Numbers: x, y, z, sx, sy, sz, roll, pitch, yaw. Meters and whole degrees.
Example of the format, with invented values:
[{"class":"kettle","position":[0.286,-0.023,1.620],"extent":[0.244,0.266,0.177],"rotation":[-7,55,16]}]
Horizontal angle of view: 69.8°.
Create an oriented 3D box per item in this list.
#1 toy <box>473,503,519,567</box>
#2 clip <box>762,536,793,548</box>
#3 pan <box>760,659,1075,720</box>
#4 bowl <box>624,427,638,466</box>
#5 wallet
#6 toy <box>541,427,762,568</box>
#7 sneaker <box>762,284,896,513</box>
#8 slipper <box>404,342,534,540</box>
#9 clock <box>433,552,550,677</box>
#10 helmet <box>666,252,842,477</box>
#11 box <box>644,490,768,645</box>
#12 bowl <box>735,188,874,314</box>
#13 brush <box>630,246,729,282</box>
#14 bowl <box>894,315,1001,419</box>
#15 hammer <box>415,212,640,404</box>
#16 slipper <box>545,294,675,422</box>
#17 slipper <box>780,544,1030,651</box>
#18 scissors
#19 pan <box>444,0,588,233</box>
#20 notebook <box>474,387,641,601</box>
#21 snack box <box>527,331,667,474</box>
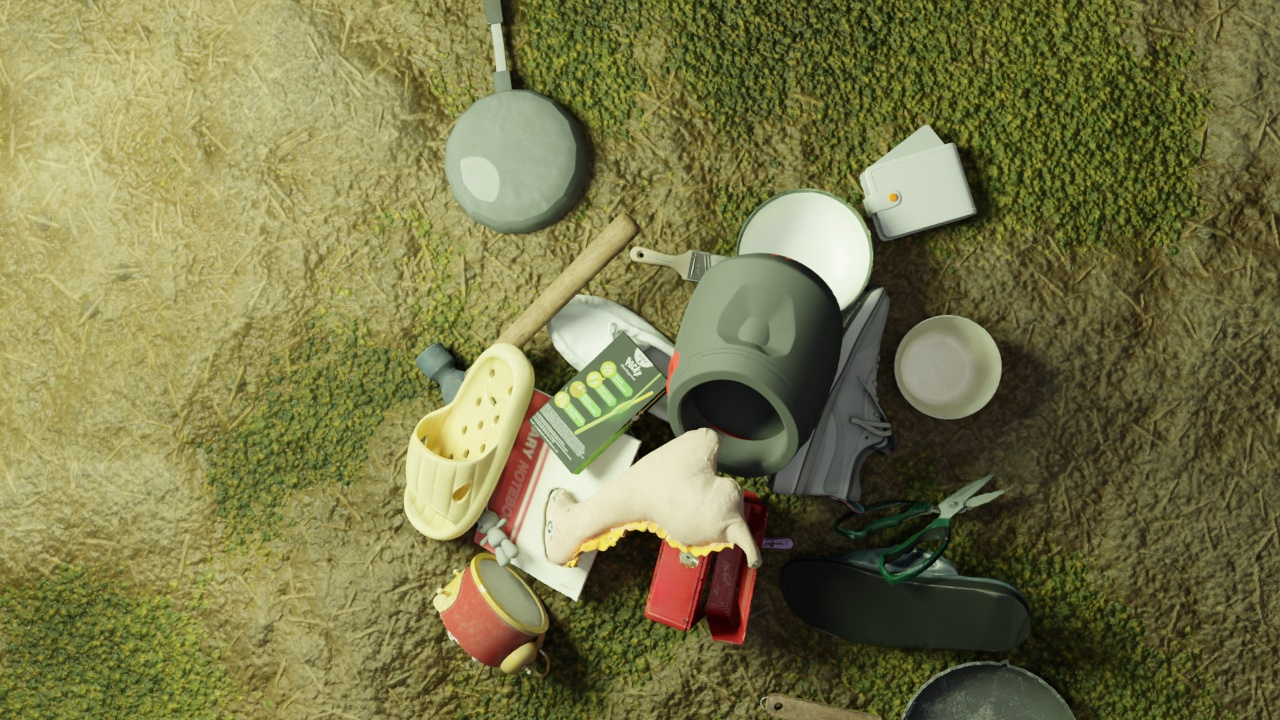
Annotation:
[{"class":"toy","position":[-0.181,0.191,1.082],"extent":[0.049,0.030,0.111],"rotation":[-47,67,25]},{"class":"clip","position":[0.149,0.213,1.078],"extent":[0.052,0.042,0.014],"rotation":[3,88,-30]},{"class":"pan","position":[0.313,0.423,1.042],"extent":[0.357,0.040,0.207],"rotation":[11,89,7]},{"class":"bowl","position":[-0.049,0.107,1.078],"extent":[0.114,0.045,0.114],"rotation":[2,96,21]},{"class":"wallet","position":[0.315,-0.208,1.064],"extent":[0.118,0.037,0.115],"rotation":[-16,86,1]},{"class":"toy","position":[-0.004,0.176,0.963],"extent":[0.265,0.065,0.196],"rotation":[-37,56,27]},{"class":"sneaker","position":[0.243,0.046,1.041],"extent":[0.128,0.097,0.263],"rotation":[23,89,-6]},{"class":"slipper","position":[-0.208,0.098,1.042],"extent":[0.111,0.079,0.262],"rotation":[38,107,26]},{"class":"clock","position":[-0.165,0.305,1.056],"extent":[0.081,0.117,0.159],"rotation":[-44,91,6]},{"class":"helmet","position":[0.122,-0.011,0.946],"extent":[0.164,0.265,0.169],"rotation":[18,55,12]},{"class":"box","position":[0.072,0.218,1.028],"extent":[0.112,0.134,0.157],"rotation":[11,88,4]},{"class":"bowl","position":[0.185,-0.114,1.055],"extent":[0.153,0.073,0.153],"rotation":[0,88,5]},{"class":"brush","position":[0.061,-0.114,1.098],"extent":[0.151,0.012,0.039],"rotation":[11,89,7]},{"class":"bowl","position":[0.341,0.009,1.040],"extent":[0.115,0.062,0.115],"rotation":[0,88,5]},{"class":"hammer","position":[-0.118,-0.050,1.057],"extent":[0.322,0.040,0.129],"rotation":[-43,86,20]},{"class":"slipper","position":[-0.006,0.006,1.076],"extent":[0.247,0.075,0.112],"rotation":[35,76,8]},{"class":"slipper","position":[0.295,0.257,1.034],"extent":[0.266,0.083,0.109],"rotation":[0,117,23]},{"class":"scissors","position":[0.315,0.171,1.044],"extent":[0.209,0.142,0.015],"rotation":[-29,117,-24]},{"class":"pan","position":[-0.166,-0.332,1.113],"extent":[0.179,0.041,0.357],"rotation":[-8,87,5]},{"class":"notebook","position":[-0.101,0.155,1.070],"extent":[0.153,0.012,0.209],"rotation":[25,103,17]},{"class":"snack box","position":[-0.045,0.048,1.025],"extent":[0.147,0.025,0.080],"rotation":[-43,73,5]}]
